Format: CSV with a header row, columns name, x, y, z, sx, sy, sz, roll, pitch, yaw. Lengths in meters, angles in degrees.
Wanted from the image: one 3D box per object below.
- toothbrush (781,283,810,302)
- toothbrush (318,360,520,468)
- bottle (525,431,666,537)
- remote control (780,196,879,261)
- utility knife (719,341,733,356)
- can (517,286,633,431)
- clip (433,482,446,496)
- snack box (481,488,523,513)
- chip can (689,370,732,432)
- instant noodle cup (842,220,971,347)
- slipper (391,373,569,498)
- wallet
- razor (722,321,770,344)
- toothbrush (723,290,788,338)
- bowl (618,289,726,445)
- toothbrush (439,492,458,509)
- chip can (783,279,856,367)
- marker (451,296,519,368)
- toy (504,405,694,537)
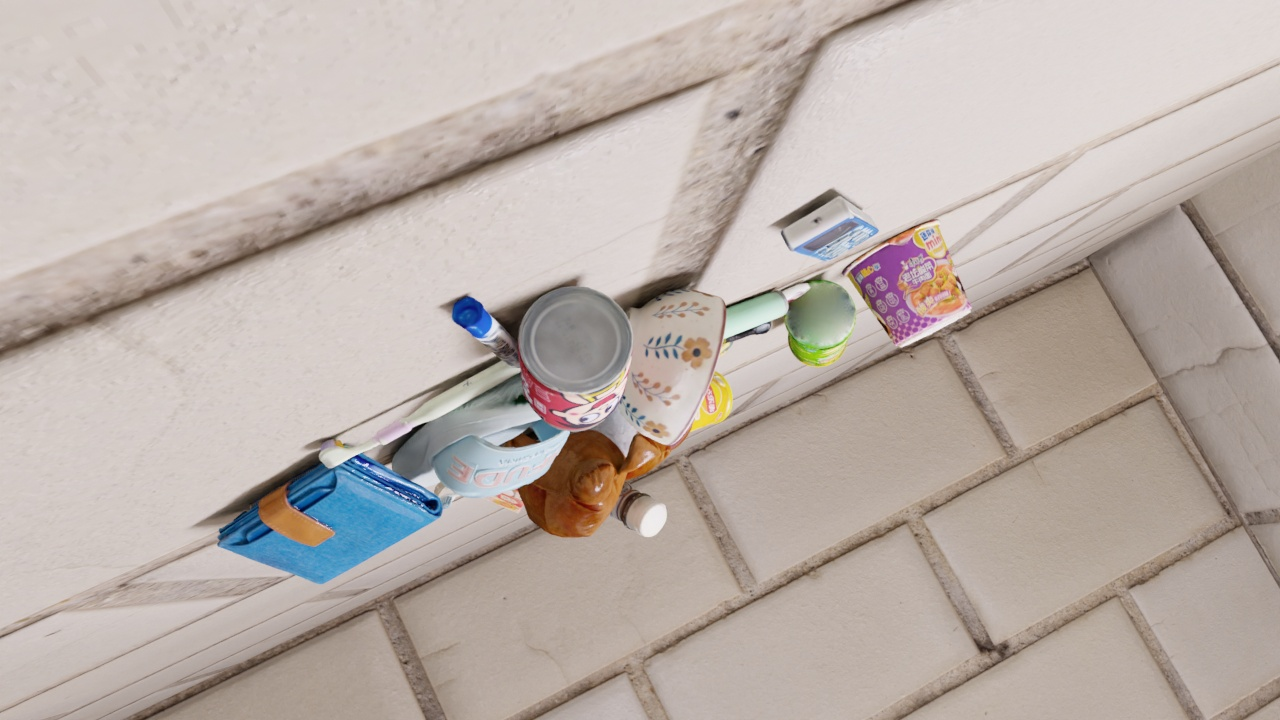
name,x,y,z,sx,sy,sz,roll,pitch,yaw
toothbrush,0.082,-0.032,0.882,0.187,0.017,0.016,-24,167,-8
toothbrush,-0.127,0.023,0.615,0.189,0.020,0.029,-27,177,-1
bottle,-0.051,0.124,0.948,0.079,0.044,0.195,-17,-150,-38
remote control,0.140,-0.095,0.669,0.049,0.024,0.124,-30,171,21
utility knife,0.035,0.031,0.996,0.194,0.020,0.031,-35,162,-20
can,-0.040,0.003,0.559,0.066,0.066,0.094,-24,165,-13
clip,-0.154,0.085,0.851,0.105,0.034,0.080,-40,163,26
snack box,-0.153,0.127,0.963,0.153,0.075,0.025,126,-12,-71
chip can,0.022,0.063,1.084,0.072,0.072,0.212,-34,168,39
instant noodle cup,0.279,-0.074,0.945,0.111,0.099,0.111,-24,171,-4
slipper,-0.117,0.068,0.705,0.103,0.074,0.246,-20,172,-41
wallet,-0.231,0.120,0.686,0.133,0.040,0.106,-31,135,20
razor,0.095,-0.025,0.954,0.142,0.022,0.043,-21,126,-49
toothbrush,0.044,-0.021,0.812,0.224,0.027,0.027,-21,156,-31
bowl,0.011,-0.002,0.655,0.062,0.113,0.114,19,159,-9
toothbrush,-0.158,0.125,1.080,0.221,0.027,0.026,-30,-148,22
chip can,0.194,-0.036,1.001,0.072,0.072,0.221,-27,170,7
marker,-0.084,-0.013,0.534,0.017,0.017,0.146,-26,171,-2
toy,-0.039,0.077,0.873,0.140,0.131,0.199,17,-155,28
